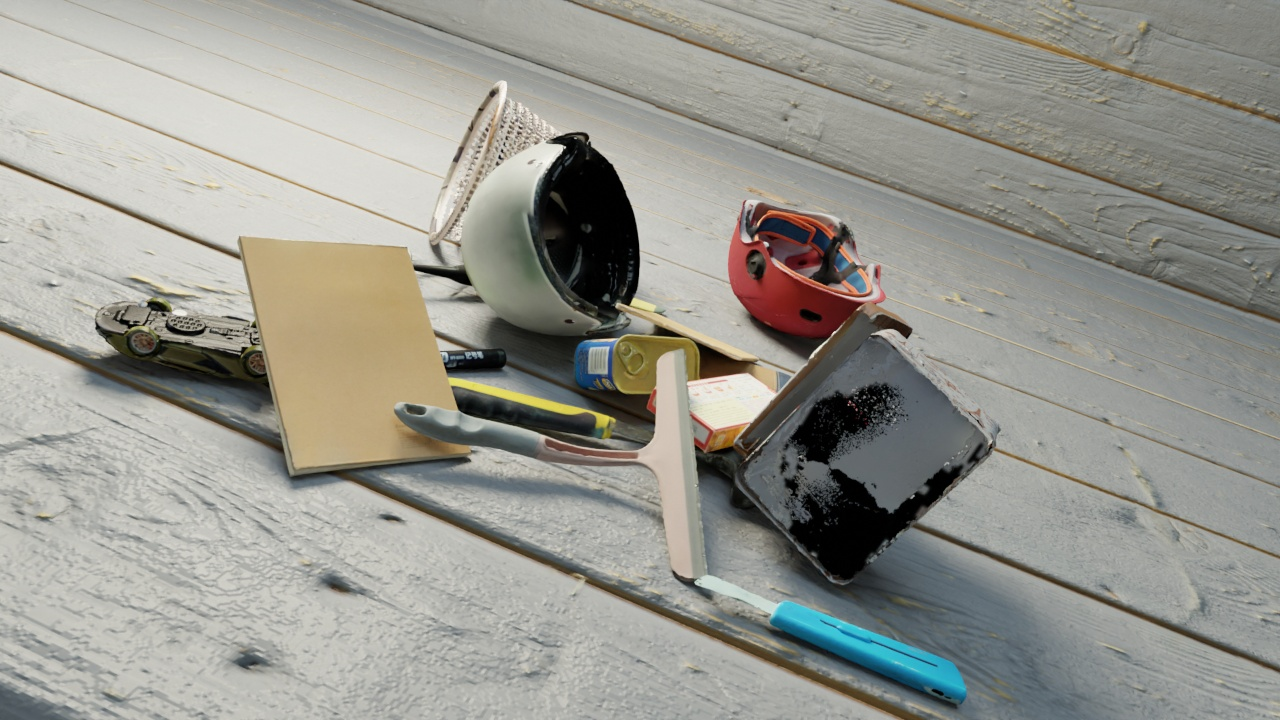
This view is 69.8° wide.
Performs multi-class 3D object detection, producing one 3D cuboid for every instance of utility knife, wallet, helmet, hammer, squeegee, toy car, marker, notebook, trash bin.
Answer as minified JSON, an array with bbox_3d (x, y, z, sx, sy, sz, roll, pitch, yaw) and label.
[{"bbox_3d":[-0.065,-0.096,1.200,0.206,0.021,0.031,23,18,-3],"label":"utility knife"},{"bbox_3d":[0.118,0.025,1.042,0.115,0.033,0.090,17,20,1],"label":"wallet"},{"bbox_3d":[-0.109,-0.130,1.031,0.157,0.230,0.273,-9,13,16],"label":"helmet"},{"bbox_3d":[-0.048,0.058,0.840,0.323,0.032,0.126,14,23,-9],"label":"hammer"},{"bbox_3d":[0.220,-0.106,1.281,0.206,0.144,0.239,5,40,-27],"label":"helmet"},{"bbox_3d":[-0.078,0.067,0.757,0.249,0.040,0.247,10,44,-12],"label":"squeegee"},{"bbox_3d":[-0.364,-0.016,0.760,0.158,0.042,0.070,14,22,-20],"label":"toy car"},{"bbox_3d":[-0.191,0.000,0.886,0.131,0.020,0.022,-3,1,-38],"label":"marker"},{"bbox_3d":[-0.232,-0.010,0.749,0.149,0.012,0.211,-2,61,-41],"label":"notebook"},{"bbox_3d":[0.061,-0.030,1.064,0.148,0.008,0.207,24,4,11],"label":"notebook"},{"bbox_3d":[-0.147,-0.222,1.211,0.192,0.228,0.227,23,19,-22],"label":"trash bin"},{"bbox_3d":[0.136,0.197,0.666,0.204,0.018,0.034,21,26,5],"label":"utility knife"}]

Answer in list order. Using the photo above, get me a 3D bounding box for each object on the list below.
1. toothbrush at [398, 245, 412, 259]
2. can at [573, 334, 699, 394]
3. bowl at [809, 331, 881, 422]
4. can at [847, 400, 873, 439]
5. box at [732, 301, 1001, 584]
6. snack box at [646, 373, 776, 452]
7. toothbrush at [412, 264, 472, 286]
[{"bbox_3d":[-0.285,-0.081,0.994,0.027,0.026,0.220,49,15,-18],"label":"toothbrush"},{"bbox_3d":[-0.005,0.005,0.924,0.102,0.057,0.083,2,-2,-33],"label":"can"},{"bbox_3d":[0.216,0.034,1.030,0.065,0.118,0.118,-26,30,0],"label":"bowl"},{"bbox_3d":[0.200,0.074,0.940,0.066,0.067,0.093,12,23,-13],"label":"can"},{"bbox_3d":[0.193,0.064,0.801,0.157,0.183,0.193,47,20,14],"label":"box"},{"bbox_3d":[0.085,0.047,0.884,0.077,0.027,0.155,36,26,32],"label":"snack box"},{"bbox_3d":[-0.200,-0.099,1.069,0.212,0.026,0.027,4,35,-44],"label":"toothbrush"}]
